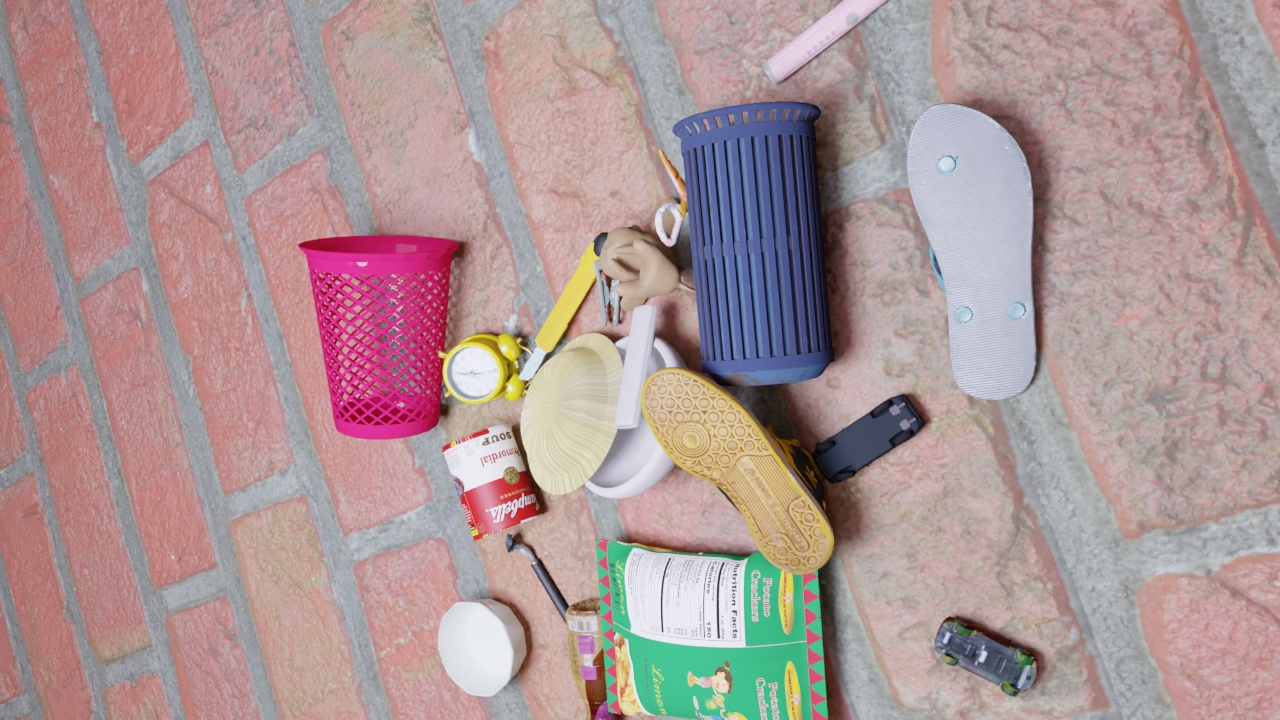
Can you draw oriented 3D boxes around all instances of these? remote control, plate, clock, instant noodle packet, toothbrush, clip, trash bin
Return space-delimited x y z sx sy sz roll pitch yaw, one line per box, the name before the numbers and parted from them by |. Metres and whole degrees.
remote control | -0.006 0.006 0.943 0.033 0.012 0.130 -9 67 51
plate | -0.089 0.053 1.013 0.185 0.036 0.184 -28 53 44
clock | -0.179 0.009 1.096 0.119 0.057 0.083 -5 98 10
instant noodle packet | 0.068 0.288 0.959 0.253 0.090 0.195 -3 92 29
toothbrush | 0.210 -0.338 0.861 0.223 0.027 0.026 -33 49 29
clip | -0.042 -0.077 1.025 0.050 0.023 0.078 13 96 1
trash bin | 0.112 -0.105 0.876 0.139 0.139 0.249 -4 94 30

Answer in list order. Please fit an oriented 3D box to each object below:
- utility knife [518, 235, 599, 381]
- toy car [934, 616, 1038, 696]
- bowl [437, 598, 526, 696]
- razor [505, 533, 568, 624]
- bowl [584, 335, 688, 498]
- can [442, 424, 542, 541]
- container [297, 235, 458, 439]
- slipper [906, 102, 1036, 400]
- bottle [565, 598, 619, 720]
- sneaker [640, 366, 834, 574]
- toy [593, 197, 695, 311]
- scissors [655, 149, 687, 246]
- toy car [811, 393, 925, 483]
utility knife | -0.089 -0.057 1.052 0.030 0.018 0.191 37 99 29
toy car | 0.318 0.270 0.843 0.091 0.036 0.042 23 105 28
bowl | -0.186 0.346 1.130 0.118 0.061 0.117 3 96 30
razor | -0.116 0.268 1.108 0.144 0.022 0.043 51 158 12
bowl | 0.003 0.063 0.976 0.177 0.066 0.176 -28 53 44
can | -0.177 0.145 1.093 0.087 0.086 0.116 -25 82 29
container | -0.313 -0.030 1.120 0.183 0.182 0.226 10 106 29
slipper | 0.307 -0.099 0.819 0.098 0.054 0.269 -10 100 28
bottle | -0.049 0.361 1.051 0.060 0.059 0.166 -5 92 30
sneaker | 0.099 0.088 0.891 0.086 0.122 0.238 -38 96 16
toy | 0.005 -0.100 0.950 0.105 0.108 0.134 18 108 -18
scissors | 0.047 -0.158 0.934 0.011 0.127 0.125 -24 100 48
toy car | 0.219 0.076 0.886 0.112 0.034 0.046 -39 75 26
